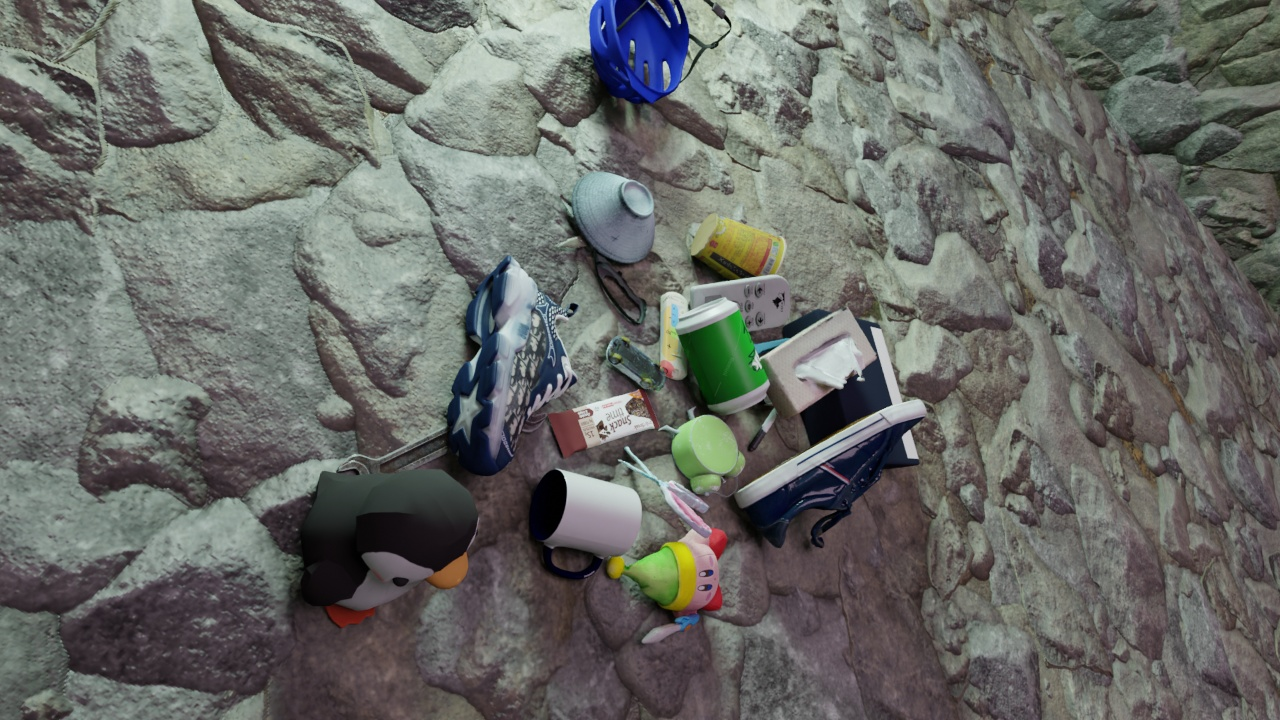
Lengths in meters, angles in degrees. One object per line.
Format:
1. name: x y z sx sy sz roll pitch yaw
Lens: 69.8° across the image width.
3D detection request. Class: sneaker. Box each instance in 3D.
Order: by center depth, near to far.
1. sneaker: -0.126 0.015 1.009 0.132 0.103 0.268 27 46 -28
2. sneaker: 0.273 0.156 1.212 0.294 0.121 0.127 -29 82 -16

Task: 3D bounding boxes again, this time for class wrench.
1. wrench: -0.203 0.083 0.980 0.272 0.010 0.070 -27 86 -43

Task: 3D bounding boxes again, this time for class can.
1. can: 0.108 -0.005 1.210 0.087 0.088 0.140 -30 99 -44

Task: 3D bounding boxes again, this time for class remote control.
1. remote control: 0.045 -0.034 1.236 0.038 0.018 0.125 18 60 -32
2. remote control: 0.141 -0.075 1.276 0.151 0.019 0.074 -10 108 -20

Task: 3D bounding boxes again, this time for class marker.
1. marker: 0.191 0.066 1.276 0.011 0.011 0.151 42 67 -15

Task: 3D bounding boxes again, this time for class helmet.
1. helmet: 0.029 -0.476 1.303 0.147 0.228 0.241 29 53 -37

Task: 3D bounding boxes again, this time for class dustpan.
1. dustpan: 0.278 0.050 1.359 0.272 0.080 0.236 8 63 -43

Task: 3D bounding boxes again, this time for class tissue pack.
1. tissue pack: 0.251 0.002 1.269 0.180 0.071 0.104 -28 85 -34

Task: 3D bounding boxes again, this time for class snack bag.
1. snack bag: -0.041 0.074 1.114 0.157 0.013 0.057 -13 78 -42

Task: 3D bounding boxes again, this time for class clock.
1. clock: 0.086 0.120 1.174 0.094 0.043 0.119 -31 90 -43

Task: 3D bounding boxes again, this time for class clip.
1. clip: 0.153 -0.012 1.283 0.116 0.026 0.097 14 65 -14

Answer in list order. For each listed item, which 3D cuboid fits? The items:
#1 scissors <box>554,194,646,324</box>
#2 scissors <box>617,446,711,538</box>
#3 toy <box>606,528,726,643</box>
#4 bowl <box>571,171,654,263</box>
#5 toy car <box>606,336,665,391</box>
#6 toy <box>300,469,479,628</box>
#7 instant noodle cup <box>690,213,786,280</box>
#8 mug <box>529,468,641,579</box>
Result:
1. scissors: -0.028 -0.157 1.242 0.201 0.015 0.205 54 47 -7
2. scissors: 0.038 0.158 1.082 0.170 0.013 0.176 40 5 39
3. toy: 0.033 0.253 1.055 0.131 0.097 0.124 4 95 -50
4. bowl: -0.020 -0.203 1.220 0.137 0.057 0.136 19 58 -33
5. toy car: -0.007 0.007 1.166 0.089 0.028 0.038 38 47 -17
6. toy: -0.217 0.143 0.810 0.158 0.185 0.140 -31 94 -42
7. instant noodle cup: 0.138 -0.160 1.329 0.112 0.101 0.100 26 53 -16
8. mug: -0.065 0.183 1.004 0.096 0.079 0.112 19 85 -31
